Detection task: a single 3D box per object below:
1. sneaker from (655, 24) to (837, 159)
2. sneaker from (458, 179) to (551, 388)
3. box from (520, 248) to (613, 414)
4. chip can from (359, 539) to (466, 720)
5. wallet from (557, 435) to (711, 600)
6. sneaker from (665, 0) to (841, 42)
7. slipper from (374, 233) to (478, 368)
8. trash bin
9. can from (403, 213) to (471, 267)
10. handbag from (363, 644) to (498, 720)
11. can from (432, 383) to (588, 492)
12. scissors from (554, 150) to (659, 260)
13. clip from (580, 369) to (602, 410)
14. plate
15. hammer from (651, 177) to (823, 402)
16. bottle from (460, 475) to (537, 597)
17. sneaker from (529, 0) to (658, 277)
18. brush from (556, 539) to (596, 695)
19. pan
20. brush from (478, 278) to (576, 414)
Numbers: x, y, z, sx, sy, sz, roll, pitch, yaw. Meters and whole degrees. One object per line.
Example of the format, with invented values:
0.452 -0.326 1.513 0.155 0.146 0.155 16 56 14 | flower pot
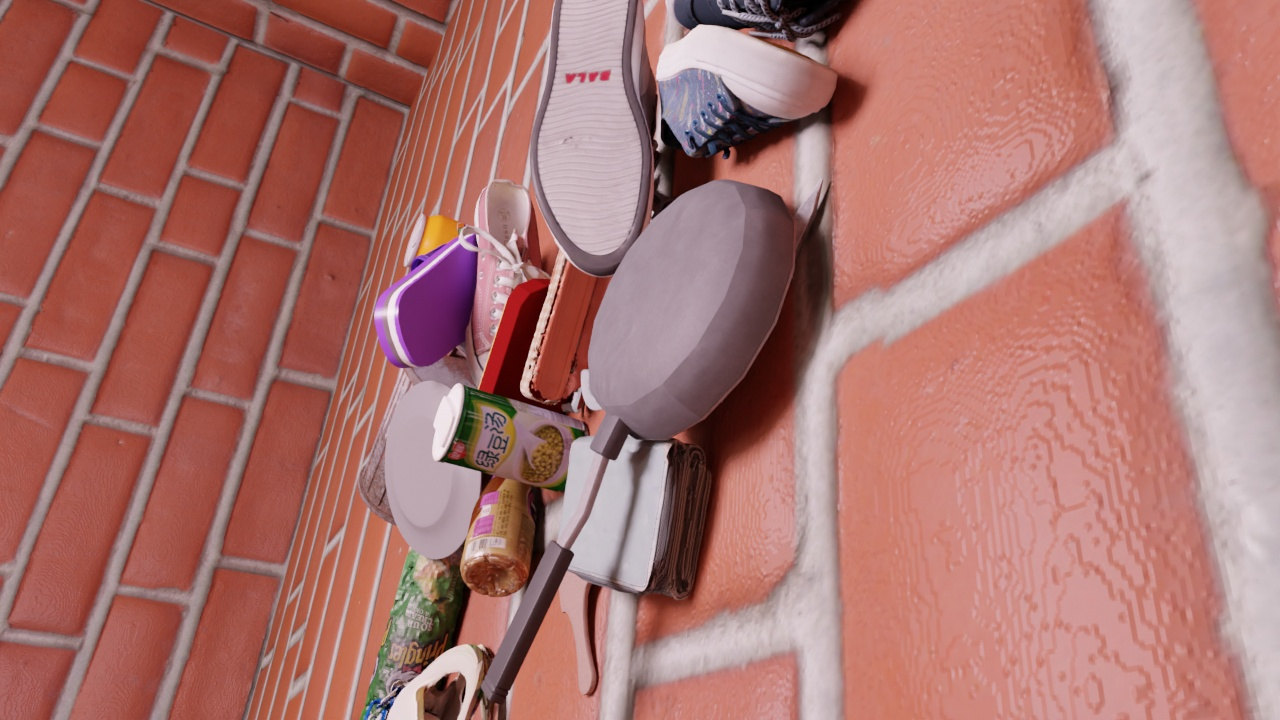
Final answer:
0.055 -0.180 0.645 0.235 0.087 0.079 -134 59 -68 | sneaker
-0.131 -0.079 0.939 0.088 0.118 0.240 147 121 -65 | sneaker
-0.049 -0.047 0.801 0.043 0.083 0.187 8 78 53 | box
-0.228 0.275 0.960 0.076 0.075 0.223 -12 62 64 | chip can
-0.006 0.101 0.609 0.132 0.054 0.100 -6 75 63 | wallet
0.094 -0.257 0.612 0.236 0.089 0.087 -10 69 60 | sneaker
-0.217 -0.069 0.988 0.265 0.084 0.107 -49 -50 -59 | slipper
-0.231 0.075 1.042 0.212 0.130 0.130 -61 25 28 | trash bin
-0.208 -0.123 1.119 0.079 0.142 0.079 -48 32 44 | can
-0.192 0.348 0.809 0.199 0.093 0.201 -63 23 3 | handbag
-0.112 0.068 0.785 0.068 0.121 0.067 -48 32 44 | can
-0.049 -0.128 0.858 0.194 0.179 0.015 -36 -7 16 | scissors
0.004 -0.016 0.705 0.171 0.029 0.141 35 107 66 | clip
-0.216 0.110 0.920 0.179 0.012 0.178 -2 88 45 | plate
0.037 -0.101 0.694 0.147 0.028 0.316 -60 25 13 | hammer
-0.124 0.136 0.844 0.060 0.059 0.165 -56 19 33 | bottle
-0.024 -0.181 0.760 0.129 0.097 0.262 50 -143 -66 | sneaker
-0.043 0.183 0.684 0.050 0.015 0.135 -55 34 37 | brush
-0.017 0.042 0.570 0.357 0.041 0.179 -64 25 -5 | pan
-0.104 0.008 0.842 0.042 0.082 0.173 33 108 48 | brush
